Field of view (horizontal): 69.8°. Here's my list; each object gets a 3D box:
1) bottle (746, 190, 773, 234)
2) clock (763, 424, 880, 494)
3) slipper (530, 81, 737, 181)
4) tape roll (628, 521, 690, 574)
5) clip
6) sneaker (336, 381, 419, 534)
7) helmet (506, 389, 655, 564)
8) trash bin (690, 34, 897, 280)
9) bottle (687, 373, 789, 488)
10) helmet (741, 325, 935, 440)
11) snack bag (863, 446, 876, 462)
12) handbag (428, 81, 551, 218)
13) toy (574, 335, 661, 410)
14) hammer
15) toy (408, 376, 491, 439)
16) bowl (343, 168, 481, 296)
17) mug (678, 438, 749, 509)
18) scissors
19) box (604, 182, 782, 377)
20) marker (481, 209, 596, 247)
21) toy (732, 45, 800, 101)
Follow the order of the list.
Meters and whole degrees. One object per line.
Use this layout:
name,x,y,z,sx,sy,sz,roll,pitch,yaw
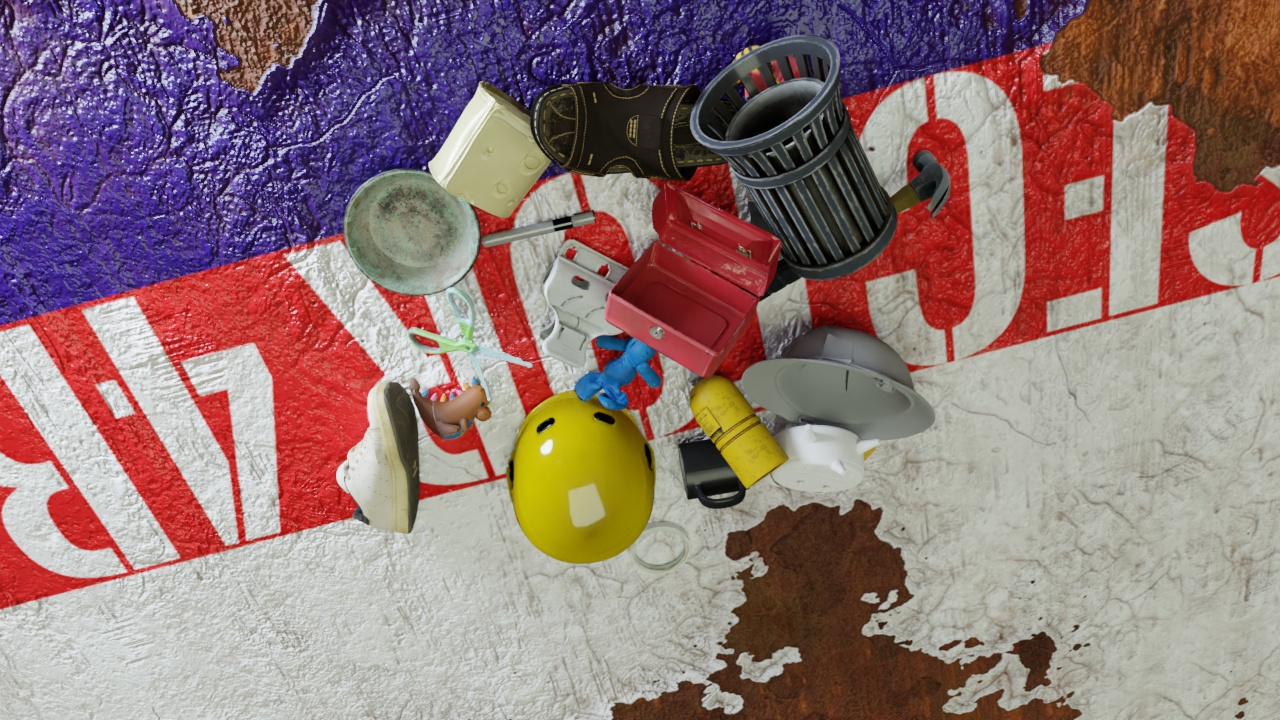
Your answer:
bottle,0.148,-0.199,1.114,0.036,0.036,0.110,-9,119,-2
clock,0.241,0.145,1.262,0.125,0.072,0.161,12,154,-13
slipper,0.010,-0.253,1.017,0.267,0.076,0.113,-2,115,-23
tape roll,0.029,0.283,1.381,0.093,0.013,0.093,-3,120,-5
clip,-0.071,-0.067,1.155,0.124,0.072,0.143,27,102,-17
sneaker,-0.353,0.129,1.217,0.102,0.088,0.242,4,123,0
helmet,-0.078,0.175,1.237,0.209,0.139,0.240,-7,119,-3
trash bin,0.181,-0.210,1.010,0.164,0.164,0.227,-32,131,11
bottle,0.120,0.083,1.216,0.071,0.071,0.164,-39,76,14
helmet,0.262,0.008,1.201,0.271,0.117,0.184,22,150,-21
snack bag,0.307,0.145,1.333,0.026,0.020,0.099,27,112,-25
handbag,-0.161,-0.235,1.035,0.111,0.081,0.119,27,111,-33
toy,-0.007,0.007,1.180,0.176,0.112,0.071,-34,132,2
hammer,0.225,-0.138,1.126,0.334,0.117,0.025,-32,121,17
toy,-0.250,0.051,1.210,0.090,0.070,0.103,-37,94,-1
bowl,-0.268,-0.155,1.088,0.157,0.038,0.158,-3,119,-5
mug,0.105,0.159,1.263,0.088,0.113,0.078,-10,128,-2
scissors,-0.215,-0.020,1.146,0.171,0.022,0.174,13,125,9
box,0.057,-0.082,1.077,0.157,0.154,0.168,29,84,12
marker,-0.124,-0.160,1.116,0.140,0.016,0.016,-13,119,1
toy,0.150,-0.314,1.049,0.103,0.046,0.084,36,120,-17
